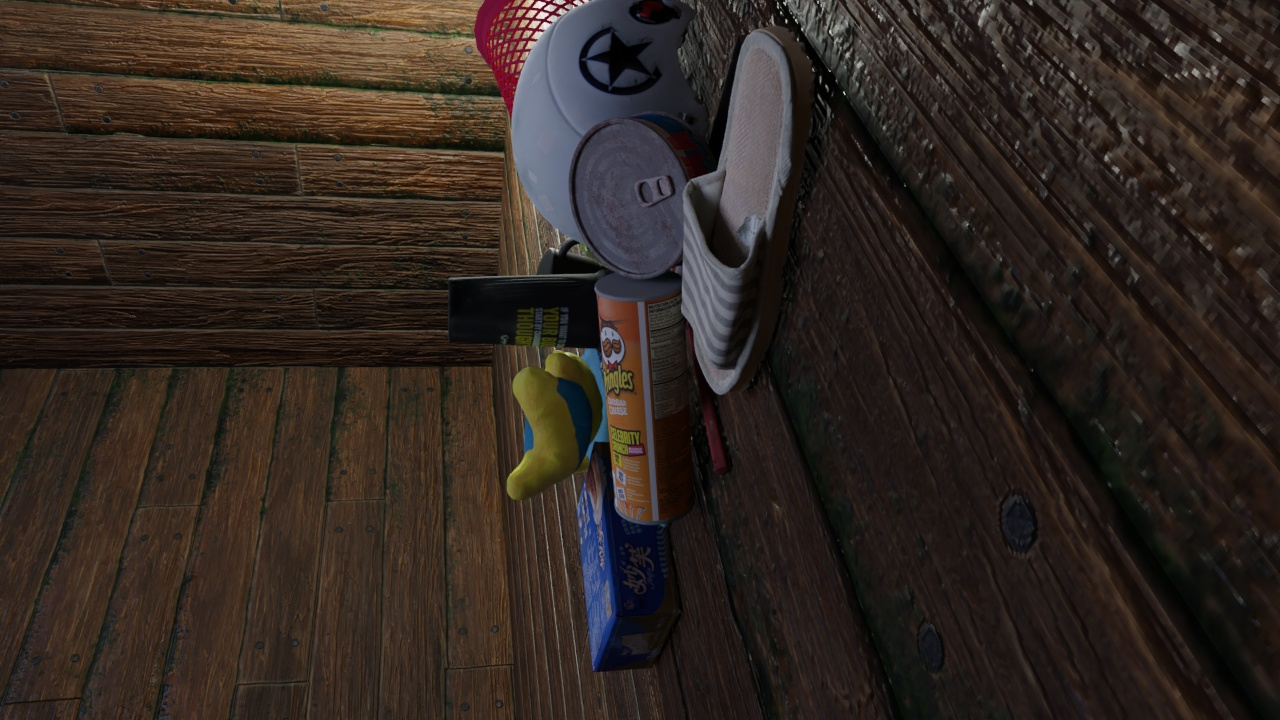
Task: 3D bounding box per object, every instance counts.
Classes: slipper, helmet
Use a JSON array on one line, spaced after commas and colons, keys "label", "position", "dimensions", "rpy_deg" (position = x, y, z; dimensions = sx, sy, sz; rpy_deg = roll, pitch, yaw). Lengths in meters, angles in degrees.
[{"label": "slipper", "position": [0.065, -0.093, 0.640], "dimensions": [0.114, 0.054, 0.273], "rpy_deg": [-112, 23, -49]}, {"label": "helmet", "position": [-0.045, -0.239, 0.903], "dimensions": [0.237, 0.163, 0.263], "rpy_deg": [115, 153, -60]}]

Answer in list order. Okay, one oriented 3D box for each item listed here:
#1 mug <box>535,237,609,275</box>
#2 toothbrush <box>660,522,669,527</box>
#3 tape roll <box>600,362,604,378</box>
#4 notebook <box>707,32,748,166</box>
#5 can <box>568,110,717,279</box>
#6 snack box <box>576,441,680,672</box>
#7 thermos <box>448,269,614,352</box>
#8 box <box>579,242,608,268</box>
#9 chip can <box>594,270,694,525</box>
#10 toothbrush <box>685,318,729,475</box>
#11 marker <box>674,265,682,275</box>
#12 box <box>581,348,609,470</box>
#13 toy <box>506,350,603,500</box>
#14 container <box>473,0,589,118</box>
[{"label": "mug", "position": [-0.083, -0.116, 1.219], "dimensions": [0.078, 0.088, 0.114], "rpy_deg": [-104, 34, -49]}, {"label": "toothbrush", "position": [0.001, 0.100, 0.894], "dimensions": [0.016, 0.016, 0.181], "rpy_deg": [-73, -30, -50]}, {"label": "tape roll", "position": [-0.059, 0.050, 1.290], "dimensions": [0.094, 0.018, 0.094], "rpy_deg": [179, 91, -77]}, {"label": "notebook", "position": [0.071, -0.129, 0.733], "dimensions": [0.210, 0.008, 0.141], "rpy_deg": [105, 160, -49]}, {"label": "can", "position": [0.003, -0.135, 0.750], "dimensions": [0.130, 0.044, 0.130], "rpy_deg": [20, 122, 35]}, {"label": "snack box", "position": [-0.019, 0.213, 1.002], "dimensions": [0.155, 0.069, 0.202], "rpy_deg": [105, 161, -50]}, {"label": "thermos", "position": [-0.104, -0.056, 1.029], "dimensions": [0.098, 0.220, 0.098], "rpy_deg": [178, 91, -79]}, {"label": "box", "position": [-0.053, -0.188, 1.144], "dimensions": [0.187, 0.077, 0.091], "rpy_deg": [-104, 18, -50]}, {"label": "chip can", "position": [0.006, 0.033, 0.804], "dimensions": [0.075, 0.075, 0.215], "rpy_deg": [-118, 21, -64]}, {"label": "toothbrush", "position": [0.051, 0.019, 0.807], "dimensions": [0.016, 0.016, 0.189], "rpy_deg": [105, 160, -47]}, {"label": "marker", "position": [0.041, -0.088, 0.798], "dimensions": [0.019, 0.019, 0.146], "rpy_deg": [-109, 23, -55]}, {"label": "box", "position": [-0.039, 0.038, 1.143], "dimensions": [0.231, 0.047, 0.177], "rpy_deg": [-102, 25, -43]}, {"label": "toy", "position": [-0.087, 0.064, 1.021], "dimensions": [0.213, 0.084, 0.149], "rpy_deg": [-34, -51, -82]}, {"label": "container", "position": [-0.094, -0.331, 1.123], "dimensions": [0.184, 0.183, 0.225], "rpy_deg": [110, 149, -57]}]
